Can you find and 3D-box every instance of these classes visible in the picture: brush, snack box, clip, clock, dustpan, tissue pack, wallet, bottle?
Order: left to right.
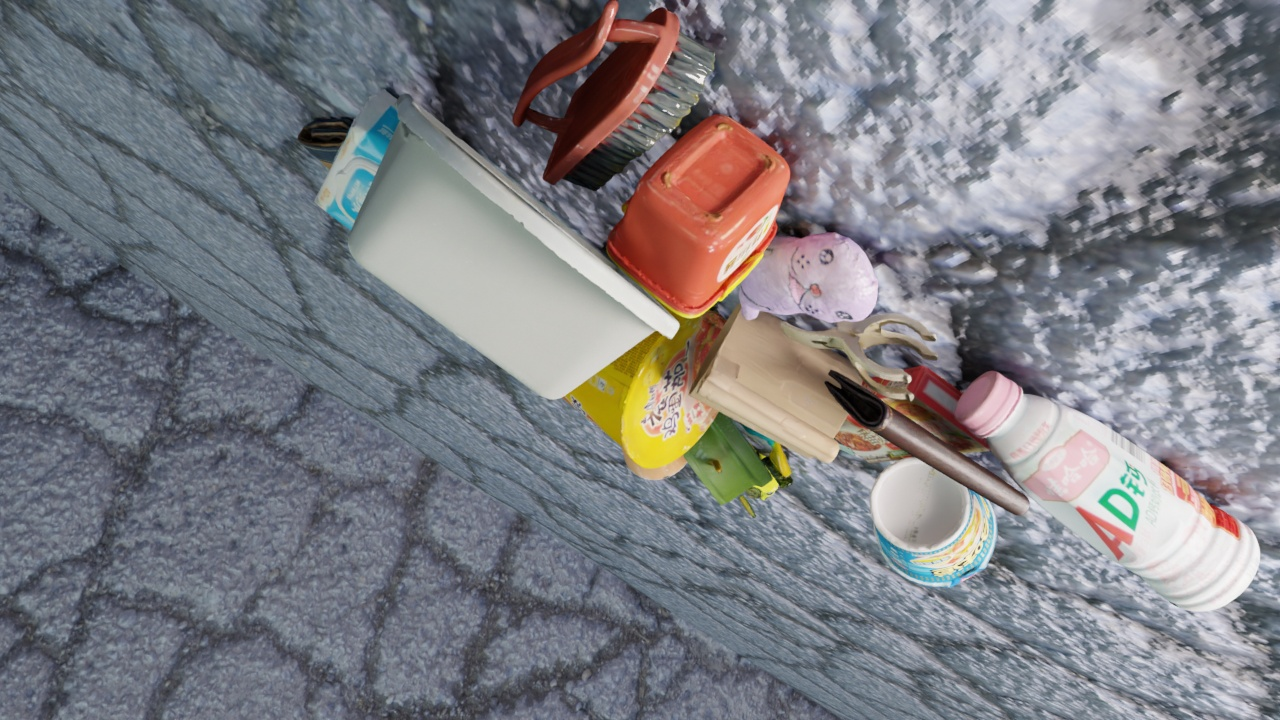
[{"bbox_3d":[-0.248,-0.169,0.837,0.090,0.033,0.115,17,158,43],"label":"wallet"},{"bbox_3d":[-0.200,-0.142,0.735,0.090,0.063,0.140,37,144,-14],"label":"tissue pack"},{"bbox_3d":[-0.064,-0.095,0.589,0.222,0.257,0.143,38,124,-20],"label":"dustpan"},{"bbox_3d":[-0.020,-0.144,0.492,0.069,0.063,0.146,24,164,-21],"label":"brush"},{"bbox_3d":[0.034,-0.085,0.518,0.082,0.091,0.080,39,155,9],"label":"snack box"},{"bbox_3d":[0.062,0.070,0.879,0.116,0.056,0.161,54,-179,-45],"label":"clock"},{"bbox_3d":[0.153,-0.022,0.611,0.104,0.082,0.035,46,174,36],"label":"clip"},{"bbox_3d":[0.194,0.045,0.702,0.075,0.025,0.153,35,162,-11],"label":"snack box"},{"bbox_3d":[0.184,0.053,0.603,0.122,0.020,0.096,31,-171,-16],"label":"wallet"},{"bbox_3d":[0.290,0.079,0.582,0.197,0.068,0.068,35,162,-2],"label":"bottle"}]

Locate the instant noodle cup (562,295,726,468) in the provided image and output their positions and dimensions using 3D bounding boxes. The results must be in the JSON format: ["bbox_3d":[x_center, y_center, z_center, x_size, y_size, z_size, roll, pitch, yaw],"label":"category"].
[{"bbox_3d":[-0.004,0.004,0.758,0.110,0.138,0.138,29,164,35],"label":"instant noodle cup"}]

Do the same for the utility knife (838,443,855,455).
[{"bbox_3d":[0.122,0.050,0.781,0.034,0.018,0.191,41,172,-28],"label":"utility knife"}]

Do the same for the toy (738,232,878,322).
[{"bbox_3d":[0.100,-0.056,0.573,0.108,0.038,0.084,15,134,45],"label":"toy"}]

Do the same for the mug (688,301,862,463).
[{"bbox_3d":[0.097,0.021,0.664,0.103,0.084,0.124,29,-158,0],"label":"mug"}]

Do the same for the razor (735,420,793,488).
[{"bbox_3d":[0.121,0.081,0.908,0.132,0.028,0.043,50,-171,-48],"label":"razor"}]

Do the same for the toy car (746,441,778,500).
[{"bbox_3d":[0.107,0.105,0.970,0.105,0.048,0.032,37,134,-14],"label":"toy car"}]

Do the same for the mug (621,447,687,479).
[{"bbox_3d":[0.006,0.066,0.988,0.078,0.078,0.123,21,154,28],"label":"mug"}]

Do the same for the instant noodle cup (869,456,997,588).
[{"bbox_3d":[0.221,0.119,0.706,0.099,0.099,0.110,21,170,28],"label":"instant noodle cup"}]
